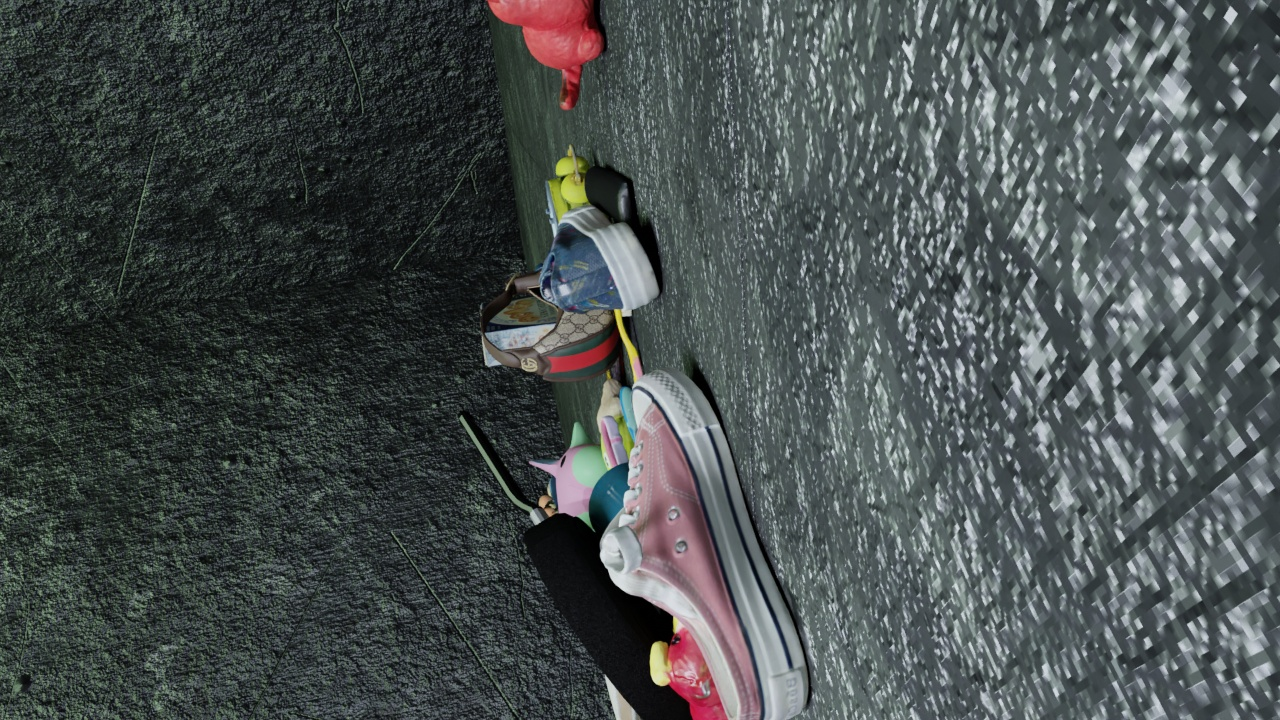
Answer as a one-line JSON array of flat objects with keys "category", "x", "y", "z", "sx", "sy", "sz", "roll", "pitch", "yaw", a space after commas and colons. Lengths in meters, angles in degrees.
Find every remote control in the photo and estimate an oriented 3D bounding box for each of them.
[{"category": "remote control", "x": -0.027, "y": -0.140, "z": 0.786, "sx": 0.152, "sy": 0.020, "sz": 0.041, "roll": -129, "pitch": 30, "yaw": -69}]

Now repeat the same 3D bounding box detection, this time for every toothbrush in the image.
[{"category": "toothbrush", "x": -0.005, "y": 0.005, "z": 0.856, "sx": 0.021, "sy": 0.016, "sz": 0.135, "roll": -164, "pitch": 61, "yaw": -79}, {"category": "toothbrush", "x": 0.005, "y": 0.084, "z": 0.869, "sx": 0.017, "sy": 0.022, "sz": 0.135, "roll": 118, "pitch": 137, "yaw": -63}]

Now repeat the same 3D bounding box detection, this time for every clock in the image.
[{"category": "clock", "x": -0.064, "y": -0.153, "z": 0.904, "sx": 0.083, "sy": 0.057, "sz": 0.119, "roll": -110, "pitch": 11, "yaw": -54}]

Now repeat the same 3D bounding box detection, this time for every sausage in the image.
[{"category": "sausage", "x": -0.028, "y": 0.010, "z": 1.003, "sx": 0.020, "sy": 0.020, "sz": 0.155, "roll": -109, "pitch": 12, "yaw": -49}]

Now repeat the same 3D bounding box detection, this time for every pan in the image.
[{"category": "pan", "x": -0.058, "y": 0.158, "z": 0.772, "sx": 0.355, "sy": 0.044, "sz": 0.204, "roll": 51, "pitch": 176, "yaw": 32}]

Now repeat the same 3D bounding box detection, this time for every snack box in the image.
[{"category": "snack box", "x": -0.109, "y": -0.041, "z": 1.052, "sx": 0.144, "sy": 0.145, "sz": 0.043, "roll": -122, "pitch": 24, "yaw": -71}]

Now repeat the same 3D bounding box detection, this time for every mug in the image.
[{"category": "mug", "x": 0.008, "y": 0.129, "z": 0.722, "sx": 0.121, "sy": 0.078, "sz": 0.078, "roll": -159, "pitch": 59, "yaw": -75}]

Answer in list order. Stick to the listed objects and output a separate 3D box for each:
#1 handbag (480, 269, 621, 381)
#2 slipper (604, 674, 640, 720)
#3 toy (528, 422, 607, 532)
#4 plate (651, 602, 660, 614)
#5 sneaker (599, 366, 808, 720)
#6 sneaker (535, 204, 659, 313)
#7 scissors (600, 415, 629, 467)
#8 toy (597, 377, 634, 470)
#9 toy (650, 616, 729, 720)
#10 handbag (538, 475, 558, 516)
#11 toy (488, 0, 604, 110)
[{"category": "handbag", "x": -0.089, "y": -0.046, "z": 0.910, "sx": 0.166, "sy": 0.138, "sz": 0.063, "roll": -94, "pitch": 2, "yaw": -50}, {"category": "slipper", "x": -0.014, "y": 0.312, "z": 0.940, "sx": 0.114, "sy": 0.054, "sz": 0.273, "roll": -106, "pitch": 9, "yaw": -50}, {"category": "toy", "x": -0.051, "y": 0.192, "z": 1.047, "sx": 0.171, "sy": 0.120, "sz": 0.222, "roll": -151, "pitch": 57, "yaw": -73}, {"category": "plate", "x": 0.019, "y": 0.354, "z": 1.062, "sx": 0.242, "sy": 0.016, "sz": 0.242, "roll": 171, "pitch": 95, "yaw": -88}, {"category": "sneaker", "x": 0.018, "y": 0.104, "z": 0.543, "sx": 0.118, "sy": 0.088, "sz": 0.240, "roll": 87, "pitch": 168, "yaw": -45}, {"category": "sneaker", "x": -0.049, "y": -0.074, "z": 0.761, "sx": 0.087, "sy": 0.079, "sz": 0.235, "roll": 66, "pitch": 174, "yaw": -16}, {"category": "scissors", "x": 0.001, "y": 0.127, "z": 0.858, "sx": 0.169, "sy": 0.014, "sz": 0.170, "roll": 141, "pitch": 114, "yaw": -67}, {"category": "toy", "x": -0.023, "y": 0.075, "z": 0.968, "sx": 0.092, "sy": 0.043, "sz": 0.117, "roll": 95, "pitch": 165, "yaw": -67}, {"category": "toy", "x": 0.045, "y": 0.209, "z": 0.614, "sx": 0.137, "sy": 0.067, "sz": 0.105, "roll": 76, "pitch": 173, "yaw": -70}, {"category": "handbag", "x": -0.082, "y": 0.192, "z": 1.283, "sx": 0.192, "sy": 0.118, "sz": 0.121, "roll": 87, "pitch": 171, "yaw": -75}, {"category": "toy", "x": -0.080, "y": -0.267, "z": 0.729, "sx": 0.088, "sy": 0.094, "sz": 0.133, "roll": -110, "pitch": 10, "yaw": -50}]
